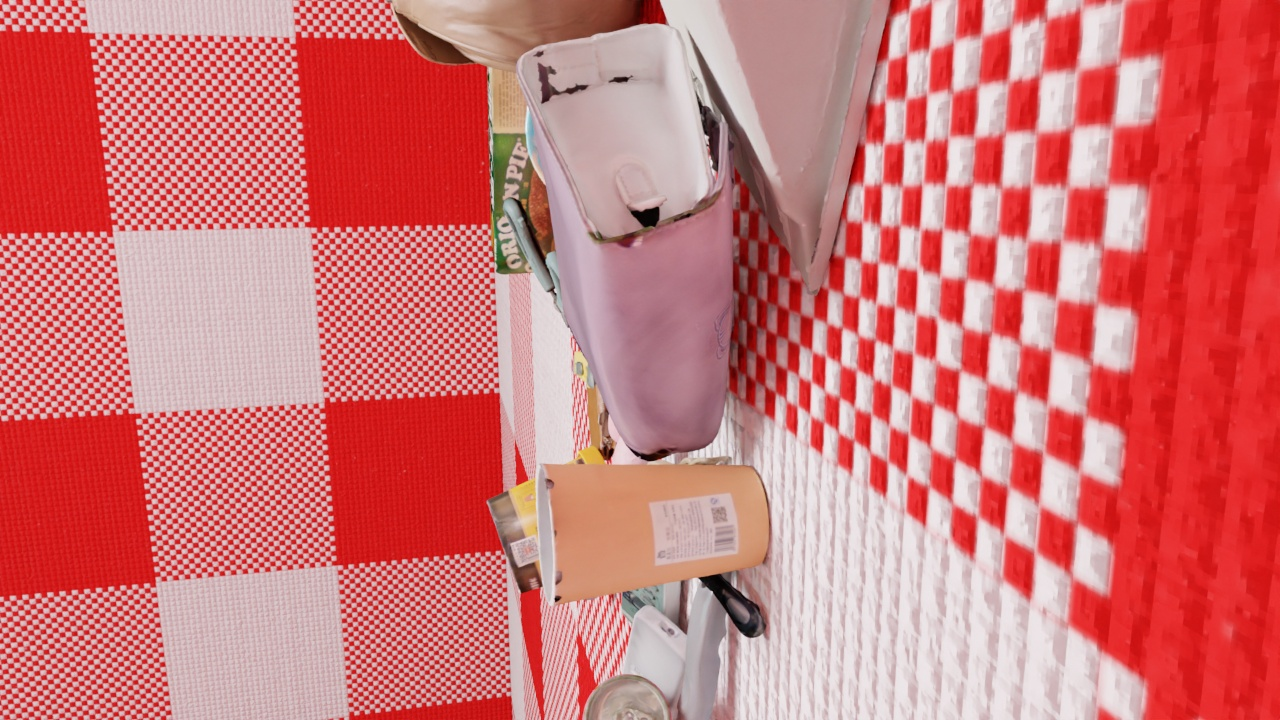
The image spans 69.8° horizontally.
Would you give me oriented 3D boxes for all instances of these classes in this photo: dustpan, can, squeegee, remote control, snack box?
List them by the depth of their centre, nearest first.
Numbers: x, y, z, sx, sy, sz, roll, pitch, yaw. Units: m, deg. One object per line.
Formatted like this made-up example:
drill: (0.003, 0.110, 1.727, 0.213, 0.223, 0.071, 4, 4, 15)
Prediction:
dustpan: (0.072, -0.209, 0.413, 0.258, 0.143, 0.222, 59, -171, -40)
squeegee: (0.040, 0.240, 0.594, 0.246, 0.039, 0.247, -135, 44, -72)
can: (-0.008, 0.256, 0.643, 0.147, 0.058, 0.057, 90, 172, -65)
remote control: (0.007, 0.159, 0.701, 0.056, 0.019, 0.135, 33, 135, 41)
remote control: (0.013, 0.242, 0.712, 0.056, 0.020, 0.136, 36, 140, 25)
snack box: (-0.092, -0.206, 0.912, 0.063, 0.114, 0.240, -113, 23, -57)

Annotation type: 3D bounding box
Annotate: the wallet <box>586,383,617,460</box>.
wallet: (-0.035, 0.029, 0.904, 0.108, 0.031, 0.132, -179, 85, -79)

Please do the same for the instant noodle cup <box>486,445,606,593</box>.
instant noodle cup: (-0.076, 0.155, 0.866, 0.118, 0.114, 0.118, 160, 90, -78)

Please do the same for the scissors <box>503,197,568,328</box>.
scissors: (-0.091, -0.087, 0.886, 0.176, 0.019, 0.175, 56, 170, 15)

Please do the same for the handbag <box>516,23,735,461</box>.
handbag: (0.002, -0.054, 0.493, 0.197, 0.098, 0.144, 84, 174, -54)

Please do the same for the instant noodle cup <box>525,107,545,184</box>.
instant noodle cup: (-0.027, -0.164, 0.666, 0.120, 0.111, 0.111, -112, 22, -76)

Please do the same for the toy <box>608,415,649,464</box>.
toy: (0.003, 0.012, 0.664, 0.121, 0.054, 0.160, -96, 16, -50)

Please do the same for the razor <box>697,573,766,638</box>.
razor: (0.032, 0.123, 0.567, 0.143, 0.022, 0.043, 38, 100, 46)

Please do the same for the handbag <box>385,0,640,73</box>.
handbag: (-0.084, -0.269, 0.687, 0.203, 0.148, 0.100, -52, -25, -53)

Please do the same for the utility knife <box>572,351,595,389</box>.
utility knife: (-0.055, 0.008, 0.900, 0.175, 0.019, 0.031, -150, 64, -84)

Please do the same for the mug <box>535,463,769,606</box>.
mug: (0.006, 0.092, 0.518, 0.078, 0.122, 0.078, 176, 91, -79)

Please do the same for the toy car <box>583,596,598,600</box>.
toy car: (-0.042, 0.214, 0.971, 0.121, 0.036, 0.054, 121, 146, -52)

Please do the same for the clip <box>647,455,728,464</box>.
clip: (0.029, 0.074, 0.615, 0.104, 0.035, 0.089, 109, 154, -50)
